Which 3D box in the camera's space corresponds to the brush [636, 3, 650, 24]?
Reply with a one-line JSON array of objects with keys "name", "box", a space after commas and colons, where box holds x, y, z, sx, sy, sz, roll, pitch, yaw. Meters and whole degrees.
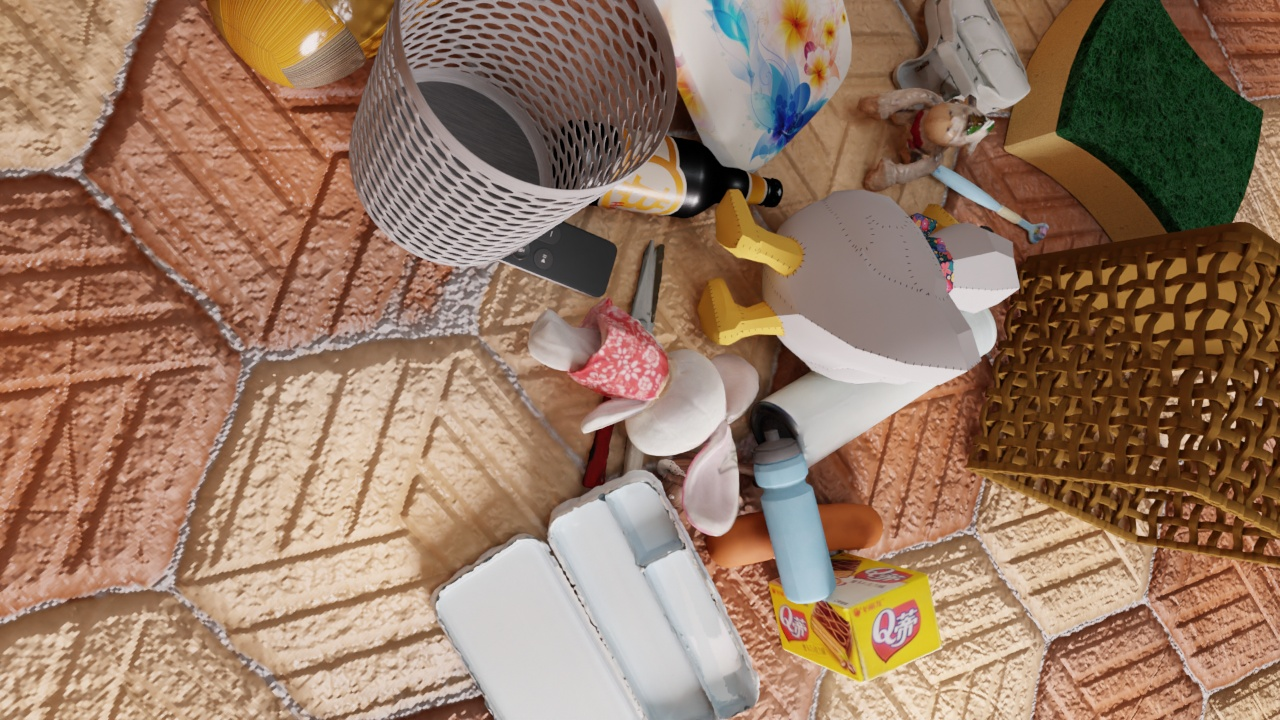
[{"name": "brush", "box": [0.063, -0.385, 0.719, 0.083, 0.057, 0.271, 19, 82, -29]}]

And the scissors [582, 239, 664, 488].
[{"name": "scissors", "box": [-0.011, 0.006, 0.697, 0.146, 0.015, 0.188, -23, 97, -24]}]

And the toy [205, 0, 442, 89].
[{"name": "toy", "box": [-0.182, -0.264, 0.554, 0.198, 0.162, 0.203, 34, 85, 11]}]

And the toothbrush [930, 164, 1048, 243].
[{"name": "toothbrush", "box": [0.326, -0.149, 0.861, 0.155, 0.016, 0.022, 23, 117, -24]}]

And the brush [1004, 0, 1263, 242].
[{"name": "brush", "box": [0.494, -0.229, 0.910, 0.250, 0.075, 0.194, 35, 75, -21]}]

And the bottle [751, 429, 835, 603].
[{"name": "bottle", "box": [0.113, 0.115, 0.691, 0.040, 0.040, 0.130, -16, 94, -25]}]

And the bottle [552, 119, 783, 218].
[{"name": "bottle", "box": [0.027, -0.138, 0.694, 0.181, 0.059, 0.059, 4, 87, -25]}]

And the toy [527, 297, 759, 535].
[{"name": "toy", "box": [0.010, 0.023, 0.652, 0.194, 0.084, 0.158, 30, 52, -27]}]

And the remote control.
[{"name": "remote control", "box": [-0.086, -0.090, 0.667, 0.146, 0.008, 0.045, 20, 80, -24]}]

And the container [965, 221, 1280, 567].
[{"name": "container", "box": [0.482, 0.040, 0.817, 0.251, 0.220, 0.214, 23, 79, -23]}]

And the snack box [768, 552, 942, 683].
[{"name": "snack box", "box": [0.168, 0.200, 0.726, 0.083, 0.106, 0.061, -14, 94, -25]}]

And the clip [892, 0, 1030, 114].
[{"name": "clip", "box": [0.298, -0.278, 0.832, 0.143, 0.075, 0.125, -42, 103, -31]}]

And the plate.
[{"name": "plate", "box": [0.099, -0.255, 0.716, 0.186, 0.016, 0.187, -47, 130, -19]}]

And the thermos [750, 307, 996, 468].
[{"name": "thermos", "box": [0.198, 0.014, 0.768, 0.229, 0.068, 0.068, -28, 100, -23]}]

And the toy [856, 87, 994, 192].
[{"name": "toy", "box": [0.246, -0.189, 0.779, 0.074, 0.106, 0.085, -12, 102, -46]}]

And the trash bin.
[{"name": "trash bin", "box": [-0.091, -0.148, 0.561, 0.156, 0.184, 0.156, 6, 77, -27]}]

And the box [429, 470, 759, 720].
[{"name": "box", "box": [-0.028, 0.206, 0.670, 0.192, 0.061, 0.210, -30, 101, -4]}]

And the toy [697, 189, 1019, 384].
[{"name": "toy", "box": [0.185, -0.059, 0.704, 0.267, 0.246, 0.141, 2, 121, -11]}]

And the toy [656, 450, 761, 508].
[{"name": "toy", "box": [0.054, 0.094, 0.712, 0.101, 0.042, 0.054, 15, 60, -16]}]

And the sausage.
[{"name": "sausage", "box": [0.130, 0.139, 0.744, 0.164, 0.045, 0.039, -1, 53, -26]}]
